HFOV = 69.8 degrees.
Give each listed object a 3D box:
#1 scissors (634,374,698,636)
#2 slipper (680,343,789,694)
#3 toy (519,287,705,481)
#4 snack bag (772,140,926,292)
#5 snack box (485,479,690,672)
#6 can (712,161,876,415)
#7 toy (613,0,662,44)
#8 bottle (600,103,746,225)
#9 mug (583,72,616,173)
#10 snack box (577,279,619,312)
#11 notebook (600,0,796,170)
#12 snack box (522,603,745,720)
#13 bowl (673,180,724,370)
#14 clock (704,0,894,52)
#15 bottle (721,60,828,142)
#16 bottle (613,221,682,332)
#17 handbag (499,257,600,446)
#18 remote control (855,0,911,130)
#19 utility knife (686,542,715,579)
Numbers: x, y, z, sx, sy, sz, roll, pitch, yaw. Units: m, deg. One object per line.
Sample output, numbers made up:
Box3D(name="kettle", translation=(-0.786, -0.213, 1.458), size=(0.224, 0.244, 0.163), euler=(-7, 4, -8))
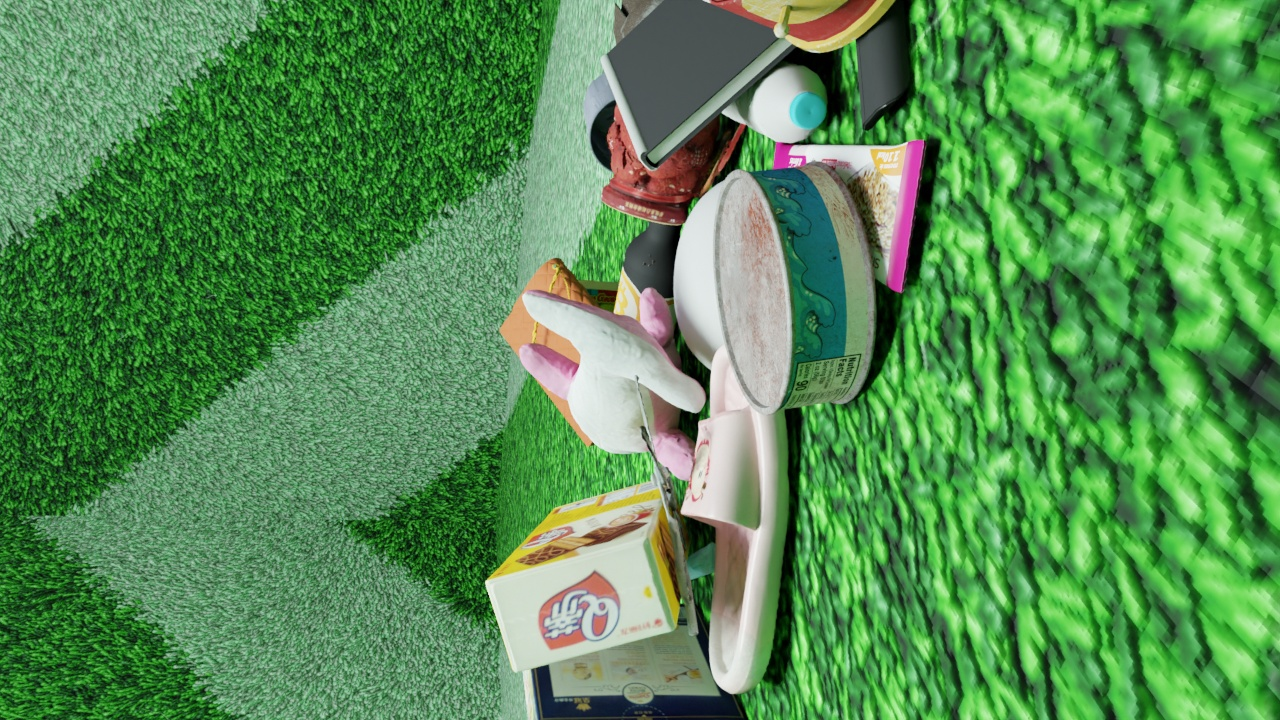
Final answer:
Box3D(name="scissors", translation=(0.018, 0.094, 0.611), size=(0.141, 0.014, 0.175), euler=(60, -163, -76))
Box3D(name="slipper", translation=(0.057, 0.098, 0.589), size=(0.107, 0.055, 0.221), euler=(155, 117, -79))
Box3D(name="toy", translation=(-0.004, 0.004, 0.758), size=(0.127, 0.187, 0.266), euler=(-56, -12, -14))
Box3D(name="snack bag", translation=(0.103, -0.086, 0.505), size=(0.196, 0.016, 0.070), euler=(-129, 42, -72))
Box3D(name="snack box", translation=(-0.028, 0.145, 0.669), size=(0.230, 0.110, 0.061), euler=(-24, -83, -84))
Box3D(name="can", translation=(0.077, -0.038, 0.489), size=(0.130, 0.044, 0.130), euler=(171, 91, -81))
Box3D(name="toy", translation=(0.023, -0.272, 0.775), size=(0.152, 0.078, 0.180), euler=(-107, 25, -55))
Box3D(name="bottle", translation=(0.024, -0.165, 0.704), size=(0.099, 0.099, 0.111), euler=(-115, 38, -66))
Box3D(name="mug", translation=(-0.010, -0.231, 0.953), size=(0.103, 0.084, 0.124), euler=(-104, -6, -56))
Box3D(name="snack box", translation=(-0.052, -0.025, 1.045), size=(0.040, 0.088, 0.126), euler=(-118, 33, -68))
Box3D(name="notebook", translation=(0.043, -0.215, 0.601), size=(0.149, 0.016, 0.206), euler=(-39, 31, 16))
Box3D(name="snack box", translation=(-0.012, 0.231, 0.666), size=(0.145, 0.144, 0.043), euler=(-118, 35, -68))
Box3D(name="bowl", translation=(0.051, -0.063, 0.676), size=(0.149, 0.043, 0.149), euler=(-178, 91, -78))
Box3D(name="clock", translation=(0.069, -0.233, 0.452), size=(0.117, 0.081, 0.158), euler=(-53, 39, 39))
Box3D(name="bottle", translation=(0.080, -0.161, 0.560), size=(0.136, 0.044, 0.044), euler=(-115, 30, -66))
Box3D(name="bottle", translation=(0.014, -0.083, 0.819), size=(0.059, 0.059, 0.182), euler=(-101, 18, -49))
Box3D(name="handbag", translation=(-0.069, -0.010, 0.960), size=(0.172, 0.060, 0.109), euler=(50, 124, 22))
Box3D(name="remote control", translation=(0.117, -0.187, 0.462), size=(0.033, 0.015, 0.146), euler=(130, 141, -71))
Box3D(name="utility knife", translation=(0.034, 0.176, 0.767), size=(0.166, 0.015, 0.022), euler=(126, 146, -65))
